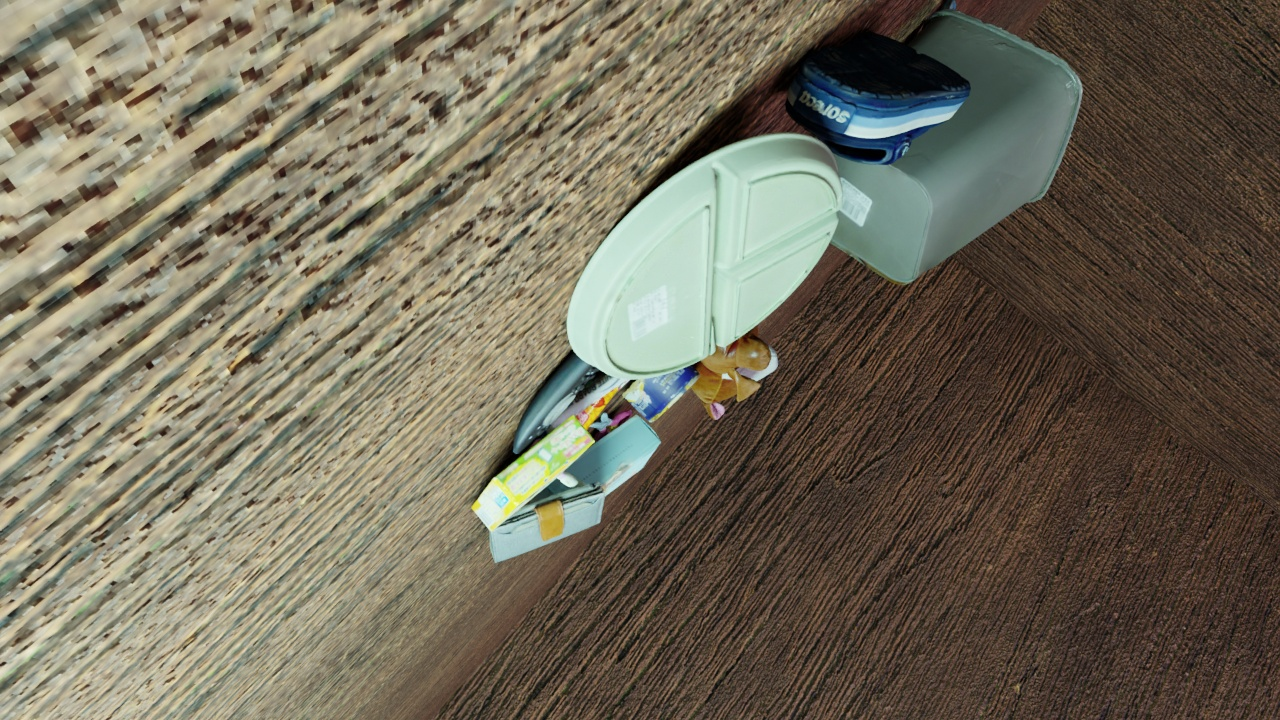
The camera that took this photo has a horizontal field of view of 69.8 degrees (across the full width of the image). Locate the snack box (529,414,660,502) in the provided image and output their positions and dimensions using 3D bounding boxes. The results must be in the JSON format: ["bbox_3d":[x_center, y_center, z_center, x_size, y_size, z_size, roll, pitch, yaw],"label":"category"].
[{"bbox_3d":[-0.056,0.142,1.148,0.174,0.051,0.074,-32,163,-36],"label":"snack box"}]

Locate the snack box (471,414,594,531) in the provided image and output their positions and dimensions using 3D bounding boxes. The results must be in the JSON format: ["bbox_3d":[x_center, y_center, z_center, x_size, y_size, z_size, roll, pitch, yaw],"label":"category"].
[{"bbox_3d":[-0.095,0.100,0.789,0.086,0.034,0.141,-39,178,-25],"label":"snack box"}]

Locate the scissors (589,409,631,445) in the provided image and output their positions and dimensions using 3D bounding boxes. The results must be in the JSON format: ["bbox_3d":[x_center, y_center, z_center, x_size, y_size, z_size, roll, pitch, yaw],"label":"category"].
[{"bbox_3d":[-0.051,0.086,1.137,0.077,0.017,0.137,-42,169,8],"label":"scissors"}]

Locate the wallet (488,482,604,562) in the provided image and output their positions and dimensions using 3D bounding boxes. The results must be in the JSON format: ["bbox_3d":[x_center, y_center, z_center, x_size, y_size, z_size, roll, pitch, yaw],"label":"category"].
[{"bbox_3d":[-0.103,0.181,1.015,0.129,0.037,0.107,-18,156,-16],"label":"wallet"}]

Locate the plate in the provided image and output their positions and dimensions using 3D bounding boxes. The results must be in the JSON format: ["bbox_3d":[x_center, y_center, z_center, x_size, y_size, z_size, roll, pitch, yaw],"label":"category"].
[{"bbox_3d":[0.053,-0.063,0.654,0.230,0.027,0.231,-28,153,-16],"label":"plate"}]

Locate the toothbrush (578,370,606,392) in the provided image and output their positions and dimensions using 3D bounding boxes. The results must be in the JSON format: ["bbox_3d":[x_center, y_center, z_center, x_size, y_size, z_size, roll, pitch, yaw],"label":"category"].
[{"bbox_3d":[-0.024,-0.004,0.855,0.186,0.012,0.017,-52,162,17],"label":"toothbrush"}]

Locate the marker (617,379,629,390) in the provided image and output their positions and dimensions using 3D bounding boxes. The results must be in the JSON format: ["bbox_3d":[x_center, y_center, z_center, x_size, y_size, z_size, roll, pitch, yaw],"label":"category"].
[{"bbox_3d":[-0.006,0.006,0.986,0.144,0.017,0.017,-42,169,-42],"label":"marker"}]

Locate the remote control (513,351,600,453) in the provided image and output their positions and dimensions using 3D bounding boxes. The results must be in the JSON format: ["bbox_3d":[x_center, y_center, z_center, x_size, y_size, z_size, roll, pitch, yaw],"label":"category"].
[{"bbox_3d":[-0.059,0.018,0.726,0.136,0.024,0.053,-48,175,9],"label":"remote control"}]

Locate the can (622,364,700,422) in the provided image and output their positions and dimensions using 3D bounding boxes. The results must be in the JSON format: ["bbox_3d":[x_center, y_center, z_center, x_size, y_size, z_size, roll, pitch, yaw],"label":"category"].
[{"bbox_3d":[0.023,0.029,1.071,0.074,0.049,0.148,-45,178,-14],"label":"can"}]

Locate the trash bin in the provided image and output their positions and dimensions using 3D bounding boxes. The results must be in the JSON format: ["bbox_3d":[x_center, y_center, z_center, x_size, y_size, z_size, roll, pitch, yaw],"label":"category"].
[{"bbox_3d":[0.306,-0.219,0.983,0.219,0.198,0.199,-38,149,-19],"label":"trash bin"}]

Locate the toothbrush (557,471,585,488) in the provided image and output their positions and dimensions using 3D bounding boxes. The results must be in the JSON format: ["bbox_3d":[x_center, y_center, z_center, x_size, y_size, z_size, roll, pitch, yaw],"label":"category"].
[{"bbox_3d":[-0.077,0.127,0.997,0.029,0.020,0.189,-20,158,6],"label":"toothbrush"}]

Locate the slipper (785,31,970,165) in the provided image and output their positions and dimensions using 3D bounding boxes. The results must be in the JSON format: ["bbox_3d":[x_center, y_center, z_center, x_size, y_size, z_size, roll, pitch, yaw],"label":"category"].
[{"bbox_3d":[0.187,-0.200,0.740,0.252,0.105,0.095,-34,156,-54],"label":"slipper"}]

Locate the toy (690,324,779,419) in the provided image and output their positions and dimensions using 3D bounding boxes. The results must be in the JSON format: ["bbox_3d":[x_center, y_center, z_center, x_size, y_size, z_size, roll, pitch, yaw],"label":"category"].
[{"bbox_3d":[0.107,-0.014,1.094,0.200,0.130,0.140,109,-12,-62],"label":"toy"}]

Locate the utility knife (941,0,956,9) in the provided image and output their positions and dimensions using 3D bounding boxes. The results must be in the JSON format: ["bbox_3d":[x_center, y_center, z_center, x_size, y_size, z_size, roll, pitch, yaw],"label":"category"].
[{"bbox_3d":[0.335,-0.372,1.063,0.034,0.018,0.186,-62,177,-26],"label":"utility knife"}]

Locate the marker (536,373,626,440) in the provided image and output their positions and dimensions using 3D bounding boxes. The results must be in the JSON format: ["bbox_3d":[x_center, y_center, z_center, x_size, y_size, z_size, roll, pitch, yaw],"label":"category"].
[{"bbox_3d":[-0.043,0.030,0.834,0.145,0.017,0.017,-35,165,-33],"label":"marker"}]

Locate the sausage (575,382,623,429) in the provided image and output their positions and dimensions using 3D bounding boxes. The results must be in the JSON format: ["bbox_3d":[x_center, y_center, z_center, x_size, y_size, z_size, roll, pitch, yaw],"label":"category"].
[{"bbox_3d":[-0.028,0.020,0.911,0.165,0.021,0.021,-53,171,20],"label":"sausage"}]
